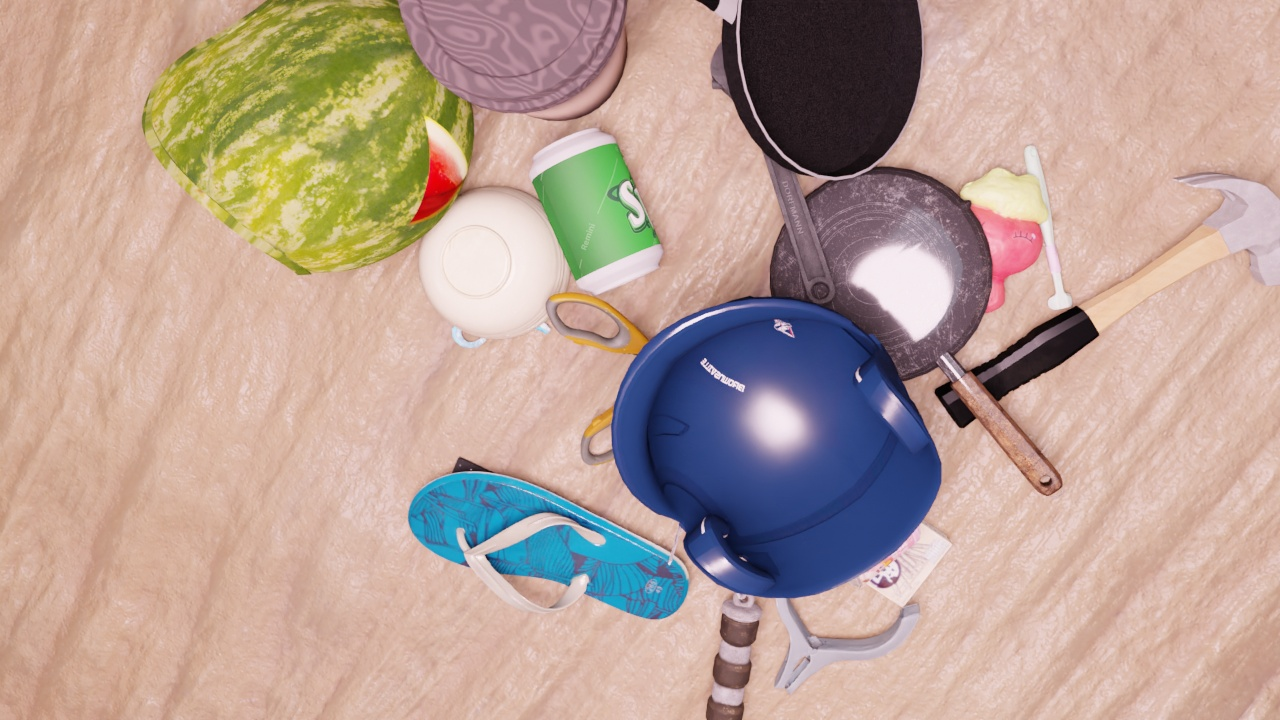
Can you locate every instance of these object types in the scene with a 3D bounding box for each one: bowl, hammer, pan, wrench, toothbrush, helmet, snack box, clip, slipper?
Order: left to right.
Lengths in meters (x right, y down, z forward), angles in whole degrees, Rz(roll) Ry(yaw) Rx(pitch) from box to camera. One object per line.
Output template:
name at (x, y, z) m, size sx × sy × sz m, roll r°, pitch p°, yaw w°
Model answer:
helmet at (-0.265, -0.204, 0.808) m, size 0.243 × 0.213 × 0.247 m, roll 40°, pitch 85°, yaw 20°
bowl at (-0.147, -0.092, 0.871) m, size 0.151 × 0.075 × 0.151 m, roll 1°, pitch 96°, yaw 7°
slipper at (-0.095, 0.190, 0.909) m, size 0.295 × 0.060 × 0.118 m, roll 19°, pitch 108°, yaw 2°
toothbrush at (0.044, 0.139, 0.836) m, size 0.010 × 0.181 × 0.010 m, roll 30°, pitch 112°, yaw 0°
hammer at (0.083, 0.356, 0.907) m, size 0.177 × 0.079 × 0.326 m, roll 9°, pitch 97°, yaw 5°
helmet at (0.097, 0.045, 0.775) m, size 0.272 × 0.223 × 0.233 m, roll 30°, pitch 110°, yaw -37°
pan at (0.107, -0.275, 0.747) m, size 0.355 × 0.034 × 0.225 m, roll 5°, pitch 95°, yaw -36°
wrench at (0.127, -0.180, 0.843) m, size 0.073 × 0.018 × 0.273 m, roll -17°, pitch 81°, yaw 8°
clip at (0.194, 0.249, 0.893) m, size 0.166 × 0.032 × 0.164 m, roll -13°, pitch 103°, yaw 16°
snack box at (0.217, 0.166, 0.898) m, size 0.150 × 0.026 × 0.082 m, roll 33°, pitch 99°, yaw 0°
pan at (0.263, -0.017, 0.833) m, size 0.208 × 0.040 × 0.357 m, roll -41°, pitch 81°, yaw 19°
toothbrush at (0.377, -0.124, 0.853) m, size 0.022 × 0.015 × 0.155 m, roll -13°, pitch 95°, yaw 5°
hammer at (0.422, -0.045, 0.836) m, size 0.329 × 0.039 × 0.131 m, roll -35°, pitch 108°, yaw 12°

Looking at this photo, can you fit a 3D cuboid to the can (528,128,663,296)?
can at (-0.041, -0.138, 0.858) m, size 0.088 × 0.087 × 0.140 m, roll -23°, pitch 94°, yaw 8°

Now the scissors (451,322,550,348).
scissors at (-0.143, -0.075, 0.915) m, size 0.134 × 0.011 × 0.140 m, roll -30°, pitch 92°, yaw 11°

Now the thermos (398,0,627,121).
thermos at (-0.088, -0.284, 0.775) m, size 0.173 × 0.226 × 0.173 m, roll 1°, pitch 97°, yaw 6°

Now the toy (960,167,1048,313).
toy at (0.322, -0.109, 0.845) m, size 0.092 × 0.045 × 0.135 m, roll 20°, pitch 100°, yaw 7°

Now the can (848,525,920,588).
can at (0.208, 0.159, 0.842) m, size 0.076 × 0.067 × 0.067 m, roll -37°, pitch 92°, yaw -7°

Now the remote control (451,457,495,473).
remote control at (-0.129, 0.141, 0.939) m, size 0.140 × 0.009 × 0.030 m, roll 24°, pitch 98°, yaw 3°

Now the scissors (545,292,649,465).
scissors at (-0.004, 0.006, 0.876) m, size 0.230 × 0.016 × 0.226 m, roll 39°, pitch 107°, yaw -24°
